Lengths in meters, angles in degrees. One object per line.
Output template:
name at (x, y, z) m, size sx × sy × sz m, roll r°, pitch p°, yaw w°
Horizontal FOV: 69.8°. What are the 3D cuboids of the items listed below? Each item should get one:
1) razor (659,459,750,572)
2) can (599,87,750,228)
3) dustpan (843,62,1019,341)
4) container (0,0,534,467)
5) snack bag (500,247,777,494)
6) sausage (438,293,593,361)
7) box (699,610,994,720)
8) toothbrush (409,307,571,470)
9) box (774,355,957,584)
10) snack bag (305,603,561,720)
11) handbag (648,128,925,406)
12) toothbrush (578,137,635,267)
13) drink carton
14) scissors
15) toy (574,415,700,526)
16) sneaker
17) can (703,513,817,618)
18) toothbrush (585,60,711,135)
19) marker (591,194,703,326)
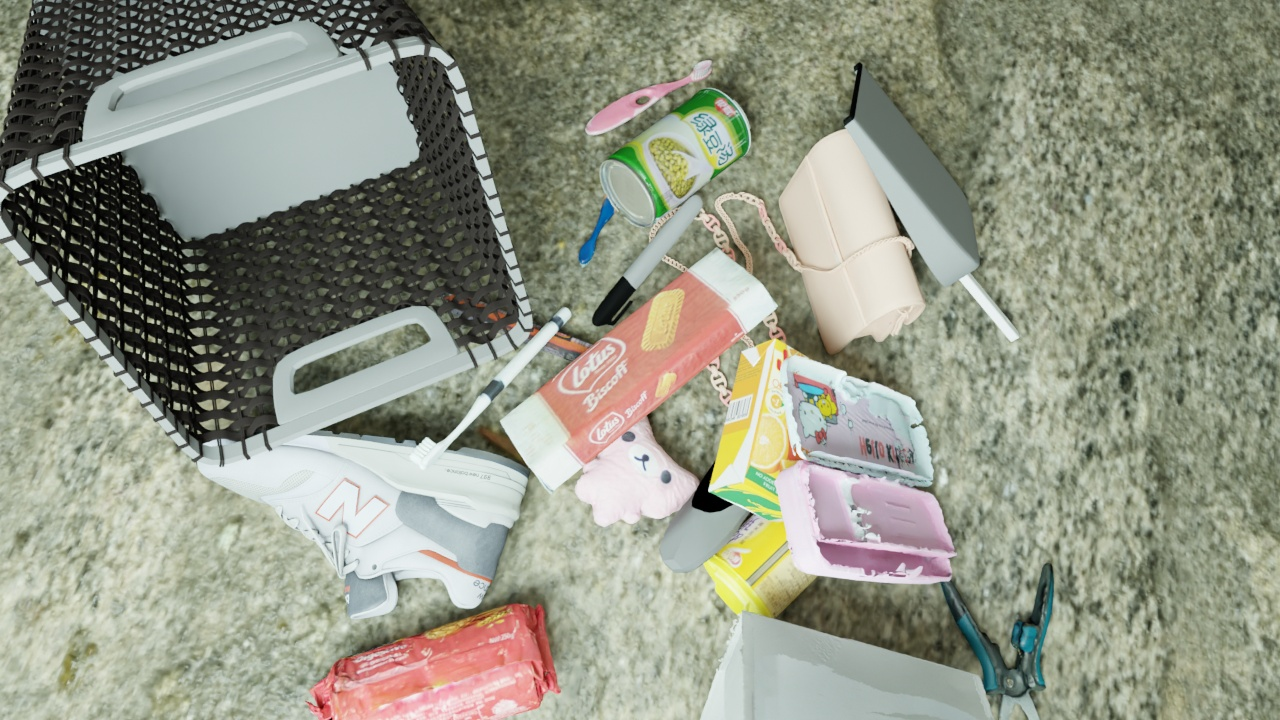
razor at (0.063, 0.100, 0.693) m, size 0.057 × 0.060 × 0.155 m, roll 16°, pitch 55°, yaw 30°
can at (0.030, -0.172, 0.774) m, size 0.120 × 0.067 × 0.067 m, roll -40°, pitch 81°, yaw -21°
dustpan at (0.244, -0.116, 0.753) m, size 0.257 × 0.033 × 0.162 m, roll 46°, pitch 32°, yaw -13°
container at (-0.246, -0.127, 0.623) m, size 0.247 × 0.246 × 0.243 m, roll -23°, pitch 51°, yaw -11°
snack bag at (-0.004, 0.004, 0.704) m, size 0.225 × 0.041 × 0.077 m, roll -38°, pitch 41°, yaw -4°
sausage at (-0.095, -0.024, 0.753) m, size 0.155 × 0.020 × 0.020 m, roll 21°, pitch 73°, yaw 2°
box at (0.108, 0.303, 0.670) m, size 0.167 × 0.447 × 0.164 m, roll 16°, pitch 63°, yaw 0°
toothbrush at (-0.109, 0.015, 0.698) m, size 0.017 × 0.012 × 0.186 m, roll 33°, pitch 53°, yaw 9°
box at (0.164, 0.087, 0.673) m, size 0.201 × 0.041 × 0.153 m, roll 18°, pitch 55°, yaw -45°
snack bag at (-0.146, 0.228, 0.644) m, size 0.176 × 0.082 × 0.082 m, roll -16°, pitch 76°, yaw -9°
handbag at (0.121, -0.071, 0.733) m, size 0.187 × 0.117 × 0.198 m, roll -13°, pitch 76°, yaw -8°
toothbrush at (-0.025, -0.138, 0.795) m, size 0.021 × 0.017 × 0.134 m, roll 24°, pitch 71°, yaw -2°
drink carton at (0.097, 0.048, 0.672) m, size 0.058 × 0.041 × 0.122 m, roll 28°, pitch 62°, yaw -24°
scissors at (0.278, 0.219, 0.713) m, size 0.118 × 0.019 × 0.148 m, roll 22°, pitch 75°, yaw 1°
toy at (-0.008, 0.089, 0.705) m, size 0.095 × 0.053 × 0.099 m, roll -31°, pitch 78°, yaw -40°
sneaker at (-0.204, 0.123, 0.665) m, size 0.239 × 0.089 × 0.124 m, roll 4°, pitch 71°, yaw -7°
can at (0.105, 0.144, 0.695) m, size 0.105 × 0.068 × 0.067 m, roll -40°, pitch 81°, yaw -15°
toothbrush at (0.009, -0.237, 0.824) m, size 0.135 × 0.016 × 0.021 m, roll -31°, pitch 78°, yaw -13°
marker at (0.007, -0.081, 0.765) m, size 0.022 × 0.016 × 0.138 m, roll 40°, pitch 91°, yaw -17°
